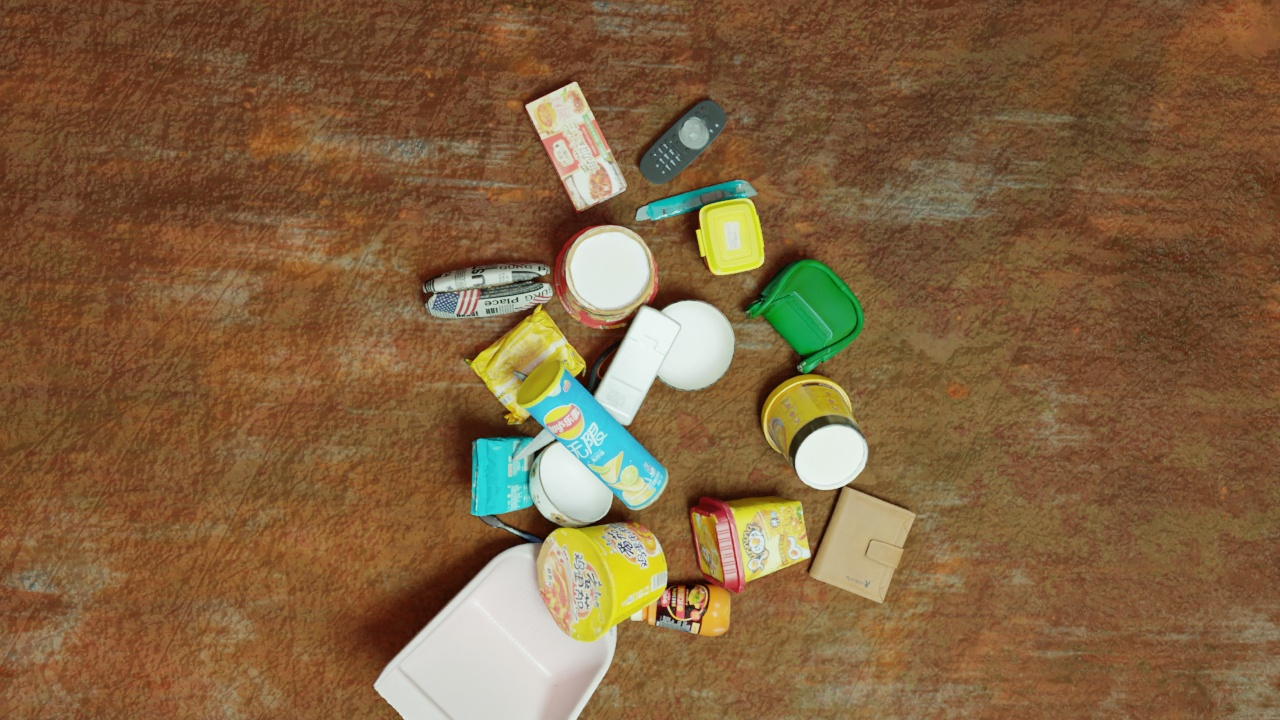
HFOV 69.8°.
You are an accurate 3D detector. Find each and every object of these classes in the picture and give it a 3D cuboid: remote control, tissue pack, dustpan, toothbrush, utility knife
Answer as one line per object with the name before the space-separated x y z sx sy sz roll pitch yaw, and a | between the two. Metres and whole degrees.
remote control | -0.007 0.007 1.140 0.058 0.021 0.150 27 99 -10
tissue pack | -0.172 0.141 1.138 0.050 0.133 0.093 0 86 11
dustpan | -0.149 0.353 1.108 0.222 0.272 0.139 45 116 -7
remote control | 0.055 -0.286 1.207 0.136 0.024 0.053 -44 92 -4
toothbrush | -0.127 0.242 1.205 0.189 0.016 0.014 27 84 -7
utility knife | 0.073 -0.211 1.215 0.166 0.013 0.029 -16 90 -4

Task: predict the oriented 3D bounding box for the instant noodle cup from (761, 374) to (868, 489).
instant noodle cup | 0.224 0.094 1.161 0.118 0.114 0.119 -3 115 -7

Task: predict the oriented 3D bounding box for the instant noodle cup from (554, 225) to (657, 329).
instant noodle cup | -0.043 -0.111 1.159 0.138 0.108 0.138 0 90 -4

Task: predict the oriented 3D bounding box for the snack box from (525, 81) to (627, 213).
snack box | -0.084 -0.277 1.196 0.075 0.025 0.153 -26 93 -4

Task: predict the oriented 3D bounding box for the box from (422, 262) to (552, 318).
box | -0.193 -0.080 1.170 0.163 0.075 0.082 -7 102 -7

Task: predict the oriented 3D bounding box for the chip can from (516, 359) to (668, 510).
chip can | -0.055 0.093 1.114 0.071 0.071 0.210 -45 116 -3

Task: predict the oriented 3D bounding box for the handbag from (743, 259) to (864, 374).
handbag | 0.217 -0.060 1.200 0.120 0.068 0.131 -45 93 -2

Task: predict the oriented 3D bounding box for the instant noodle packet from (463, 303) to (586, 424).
instant noodle packet | -0.147 0.007 1.185 0.128 0.044 0.111 -37 95 -1

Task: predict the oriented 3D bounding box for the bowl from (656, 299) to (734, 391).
bowl | 0.060 -0.020 1.189 0.116 0.066 0.116 0 92 -5

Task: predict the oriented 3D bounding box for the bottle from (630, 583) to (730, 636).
bottle | 0.041 0.322 1.196 0.149 0.066 0.066 4 90 2

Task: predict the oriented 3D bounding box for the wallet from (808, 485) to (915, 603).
wallet | 0.297 0.246 1.228 0.108 0.031 0.132 22 90 -3

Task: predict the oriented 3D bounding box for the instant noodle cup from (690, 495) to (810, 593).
instant noodle cup | 0.142 0.226 1.181 0.123 0.116 0.116 -10 91 -16

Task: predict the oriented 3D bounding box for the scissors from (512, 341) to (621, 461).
scissors | -0.069 0.069 1.163 0.233 0.022 0.221 -46 115 -28

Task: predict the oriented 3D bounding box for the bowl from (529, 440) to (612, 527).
bowl | -0.098 0.164 1.171 0.113 0.113 0.062 51 130 -3

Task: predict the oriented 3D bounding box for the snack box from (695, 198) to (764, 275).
snack box | 0.111 -0.156 1.185 0.082 0.080 0.091 -11 91 -5

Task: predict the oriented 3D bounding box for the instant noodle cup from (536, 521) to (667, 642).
instant noodle cup | -0.042 0.261 1.128 0.109 0.138 0.138 -9 91 -46
